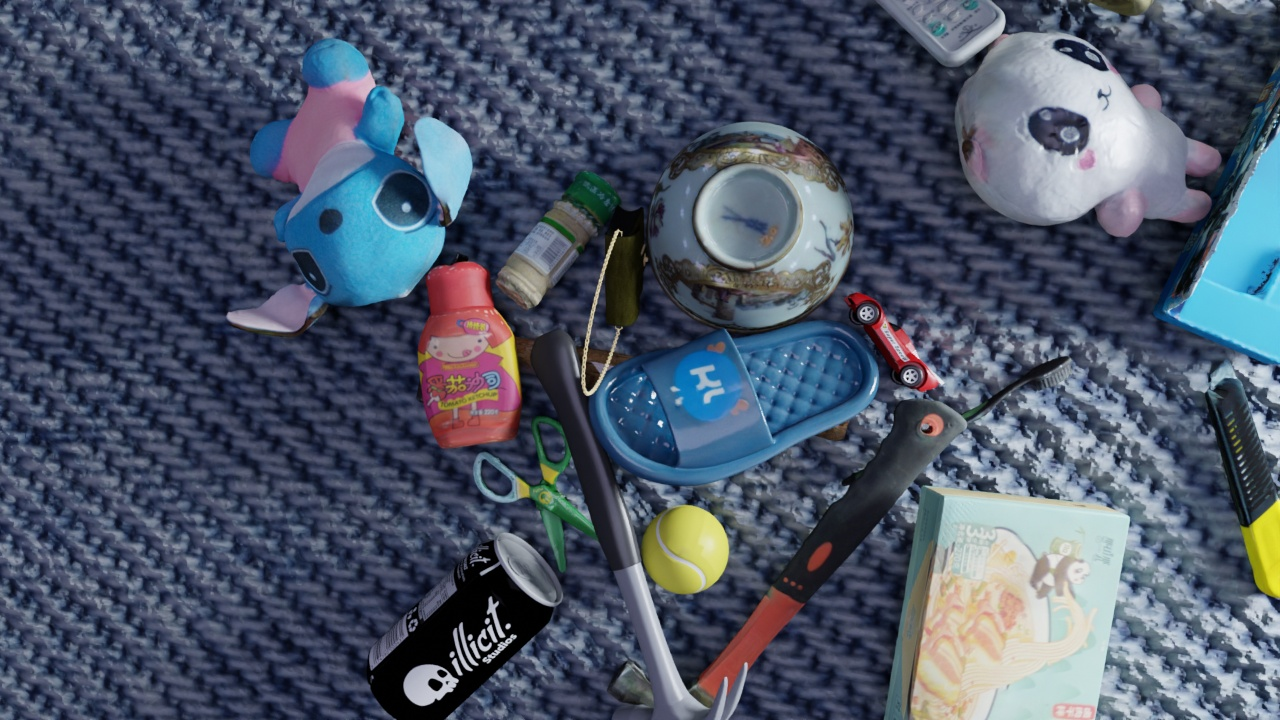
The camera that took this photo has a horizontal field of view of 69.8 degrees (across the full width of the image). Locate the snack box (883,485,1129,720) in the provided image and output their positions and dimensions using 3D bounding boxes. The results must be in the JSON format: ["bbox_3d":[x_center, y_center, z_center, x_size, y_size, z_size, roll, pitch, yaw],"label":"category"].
[{"bbox_3d":[0.259,0.193,0.657,0.141,0.044,0.193,7,94,-8],"label":"snack box"}]

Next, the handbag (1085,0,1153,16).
[{"bbox_3d":[0.240,-0.315,0.586,0.233,0.190,0.089,33,112,17],"label":"handbag"}]

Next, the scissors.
[{"bbox_3d":[-0.083,0.111,0.727,0.112,0.012,0.131,-11,90,9],"label":"scissors"}]

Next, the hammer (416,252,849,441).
[{"bbox_3d":[-0.004,0.004,0.702,0.330,0.033,0.120,11,93,6],"label":"hammer"}]

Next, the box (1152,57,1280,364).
[{"bbox_3d":[0.437,-0.128,0.594,0.114,0.113,0.243,24,96,6],"label":"box"}]

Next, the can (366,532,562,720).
[{"bbox_3d":[-0.135,0.207,0.704,0.146,0.080,0.080,-44,87,7],"label":"can"}]

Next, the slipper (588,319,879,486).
[{"bbox_3d":[0.071,0.025,0.643,0.213,0.059,0.103,-14,72,-11],"label":"slipper"}]

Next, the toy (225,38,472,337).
[{"bbox_3d":[-0.227,-0.121,0.682,0.224,0.098,0.191,-37,69,21],"label":"toy"}]

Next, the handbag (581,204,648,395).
[{"bbox_3d":[-0.019,-0.038,0.623,0.027,0.177,0.084,5,123,7],"label":"handbag"}]

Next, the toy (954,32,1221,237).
[{"bbox_3d":[0.297,-0.144,0.617,0.179,0.101,0.138,20,70,6],"label":"toy"}]

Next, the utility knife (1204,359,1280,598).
[{"bbox_3d":[0.435,0.084,0.654,0.029,0.020,0.174,-16,92,7],"label":"utility knife"}]

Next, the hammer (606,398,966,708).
[{"bbox_3d":[0.122,0.164,0.688,0.133,0.033,0.333,37,99,5],"label":"hammer"}]

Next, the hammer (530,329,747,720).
[{"bbox_3d":[-0.015,0.126,0.660,0.125,0.029,0.310,-23,84,41],"label":"hammer"}]

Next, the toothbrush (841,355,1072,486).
[{"bbox_3d":[0.234,0.049,0.682,0.188,0.014,0.017,-31,112,10],"label":"toothbrush"}]

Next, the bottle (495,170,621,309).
[{"bbox_3d":[-0.061,-0.089,0.685,0.042,0.043,0.110,37,81,4],"label":"bottle"}]

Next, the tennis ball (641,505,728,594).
[{"bbox_3d":[0.033,0.141,0.686,0.065,0.065,0.065,0,93,7],"label":"tennis ball"}]

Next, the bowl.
[{"bbox_3d":[0.077,-0.098,0.653,0.160,0.094,0.160,0,94,8],"label":"bowl"}]

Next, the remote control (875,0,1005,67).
[{"bbox_3d":[0.196,-0.259,0.645,0.050,0.022,0.133,-37,64,8],"label":"remote control"}]

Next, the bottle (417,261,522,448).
[{"bbox_3d":[-0.127,-0.004,0.676,0.071,0.048,0.134,-8,87,7],"label":"bottle"}]

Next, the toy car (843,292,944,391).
[{"bbox_3d":[0.183,-0.014,0.672,0.025,0.038,0.089,-35,88,5],"label":"toy car"}]
